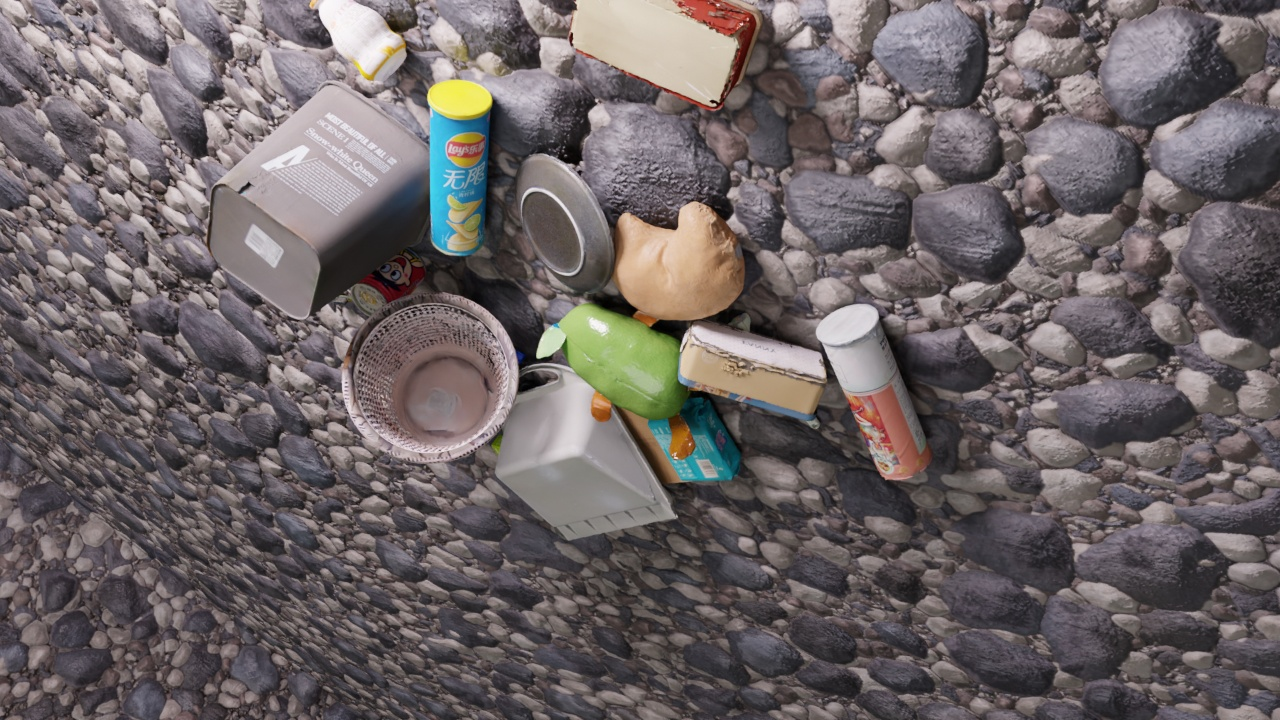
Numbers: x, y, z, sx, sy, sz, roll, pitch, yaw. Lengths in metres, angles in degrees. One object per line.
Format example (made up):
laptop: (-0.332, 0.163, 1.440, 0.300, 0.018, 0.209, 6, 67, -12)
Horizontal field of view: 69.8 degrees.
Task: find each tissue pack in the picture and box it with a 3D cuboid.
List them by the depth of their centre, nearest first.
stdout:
tissue pack: (0.074, 0.108, 1.260, 0.093, 0.050, 0.133, -8, 125, 39)

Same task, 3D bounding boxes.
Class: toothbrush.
toothbrush: (0.171, 0.017, 1.140, 0.029, 0.020, 0.189, -35, 112, 12)
toothbrush: (-0.387, -0.083, 1.378, 0.186, 0.017, 0.012, 7, 130, 25)

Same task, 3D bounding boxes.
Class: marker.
marker: (-0.233, -0.037, 1.331, 0.146, 0.016, 0.017, 30, 138, 3)

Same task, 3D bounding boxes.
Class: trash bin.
trash bin: (-0.394, -0.190, 1.133, 0.199, 0.219, 0.199, 36, 138, -2)
trash bin: (-0.281, 0.037, 1.280, 0.227, 0.227, 0.192, 32, 168, 1)

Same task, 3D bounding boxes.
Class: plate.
plate: (-0.098, -0.155, 1.085, 0.179, 0.024, 0.180, 36, 145, 30)

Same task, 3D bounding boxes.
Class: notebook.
notebook: (-0.027, 0.100, 1.334, 0.150, 0.012, 0.211, -11, 120, 36)

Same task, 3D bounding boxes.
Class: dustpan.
dustpan: (-0.096, 0.131, 1.353, 0.223, 0.142, 0.257, -18, 136, 33)

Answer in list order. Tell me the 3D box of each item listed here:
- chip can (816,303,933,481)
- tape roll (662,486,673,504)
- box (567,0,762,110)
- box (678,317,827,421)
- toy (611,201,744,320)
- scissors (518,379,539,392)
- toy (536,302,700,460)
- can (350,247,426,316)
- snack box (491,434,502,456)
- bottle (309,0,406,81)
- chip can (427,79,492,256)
chip can: (0.274, 0.040, 1.060, 0.071, 0.071, 0.215, -7, 126, 36)
tape roll: (0.009, 0.214, 1.427, 0.086, 0.013, 0.086, 17, 136, 17)
box: (0.019, -0.312, 0.870, 0.168, 0.080, 0.092, 25, 139, 7)
box: (0.137, 0.010, 1.075, 0.184, 0.089, 0.061, 19, 116, -2)
toy: (0.016, -0.109, 1.073, 0.226, 0.082, 0.143, -1, 113, 35)
scissors: (-0.131, 0.107, 1.378, 0.147, 0.014, 0.172, -9, 107, 24)
toy: (-0.007, 0.007, 1.183, 0.247, 0.089, 0.228, 34, 121, 8)
can: (-0.350, -0.109, 1.275, 0.066, 0.093, 0.067, 17, 136, 17)
snack box: (-0.156, 0.168, 1.454, 0.156, 0.026, 0.086, 12, 143, 29)
bottle: (-0.318, -0.369, 1.031, 0.108, 0.063, 0.063, 45, 137, -14)
chip can: (-0.218, -0.226, 1.102, 0.071, 0.071, 0.211, 24, 138, 9)
